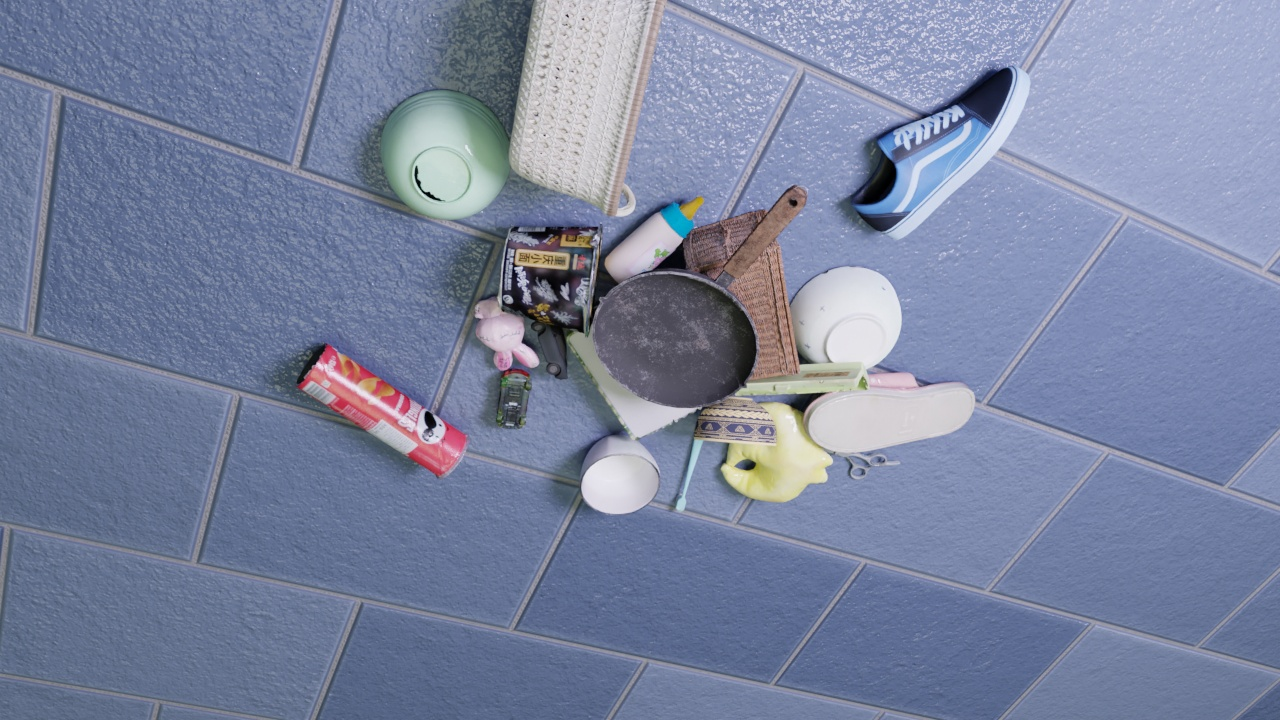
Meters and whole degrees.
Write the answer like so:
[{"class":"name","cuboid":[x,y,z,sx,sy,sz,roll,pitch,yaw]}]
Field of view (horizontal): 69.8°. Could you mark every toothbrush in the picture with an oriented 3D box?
[{"class":"toothbrush","cuboid":[0.076,0.150,1.356,0.016,0.016,0.181,8,120,-10]}]

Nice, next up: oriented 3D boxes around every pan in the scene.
[{"class":"pan","cuboid":[0.082,-0.076,1.061,0.207,0.040,0.358,32,128,-11]}]

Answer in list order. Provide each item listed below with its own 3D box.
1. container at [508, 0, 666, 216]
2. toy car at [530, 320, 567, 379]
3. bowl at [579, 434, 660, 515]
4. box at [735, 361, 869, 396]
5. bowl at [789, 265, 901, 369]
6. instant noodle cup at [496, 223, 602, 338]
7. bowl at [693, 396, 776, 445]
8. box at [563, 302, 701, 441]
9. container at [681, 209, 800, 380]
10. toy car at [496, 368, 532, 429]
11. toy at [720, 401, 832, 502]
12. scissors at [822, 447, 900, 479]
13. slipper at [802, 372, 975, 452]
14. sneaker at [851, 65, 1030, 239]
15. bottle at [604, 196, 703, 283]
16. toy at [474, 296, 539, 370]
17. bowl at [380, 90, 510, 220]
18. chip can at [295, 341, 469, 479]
[{"class":"container","cuboid":[-0.048,-0.288,0.963,0.143,0.184,0.247,13,120,-3]},{"class":"toy car","cuboid":[-0.116,-0.026,1.199,0.034,0.046,0.112,-14,125,4]},{"class":"bowl","cuboid":[-0.032,0.158,1.317,0.116,0.065,0.116,-3,124,-5]},{"class":"box","cuboid":[0.199,0.025,1.203,0.188,0.141,0.044,-4,89,22]},{"class":"bowl","cuboid":[0.277,-0.042,1.220,0.153,0.072,0.154,-2,124,-4]},{"class":"instant noodle cup","cuboid":[-0.108,-0.103,1.106,0.112,0.137,0.137,8,122,0]},{"class":"bowl","cuboid":[0.131,0.082,1.254,0.112,0.112,0.061,5,86,-10]},{"class":"box","cuboid":[-0.007,0.007,1.234,0.118,0.049,0.205,-29,122,9]},{"class":"container","cuboid":[0.127,-0.076,1.155,0.113,0.113,0.199,-13,122,7]},{"class":"toy car","cuboid":[-0.172,0.052,1.248,0.042,0.036,0.091,6,123,-10]},{"class":"toy","cuboid":[0.199,0.139,1.333,0.155,0.064,0.171,14,119,7]},{"class":"scissors","cuboid":[0.311,0.135,1.372,0.095,0.014,0.170,-34,123,25]},{"class":"slipper","cuboid":[0.352,0.069,1.311,0.274,0.054,0.114,-2,121,-19]},{"class":"sneaker","cuboid":[0.345,-0.256,1.084,0.098,0.083,0.242,28,118,-23]},{"class":"bottle","cuboid":[0.022,-0.152,1.130,0.146,0.051,0.051,-40,119,18]},{"class":"toy","cuboid":[-0.176,-0.030,1.189,0.064,0.047,0.110,-14,127,13]},{"class":"bowl","cuboid":[-0.222,-0.222,1.040,0.151,0.077,0.151,-3,122,-5]},{"class":"chip can","cuboid":[-0.341,0.068,1.218,0.073,0.073,0.233,-42,118,19]}]
